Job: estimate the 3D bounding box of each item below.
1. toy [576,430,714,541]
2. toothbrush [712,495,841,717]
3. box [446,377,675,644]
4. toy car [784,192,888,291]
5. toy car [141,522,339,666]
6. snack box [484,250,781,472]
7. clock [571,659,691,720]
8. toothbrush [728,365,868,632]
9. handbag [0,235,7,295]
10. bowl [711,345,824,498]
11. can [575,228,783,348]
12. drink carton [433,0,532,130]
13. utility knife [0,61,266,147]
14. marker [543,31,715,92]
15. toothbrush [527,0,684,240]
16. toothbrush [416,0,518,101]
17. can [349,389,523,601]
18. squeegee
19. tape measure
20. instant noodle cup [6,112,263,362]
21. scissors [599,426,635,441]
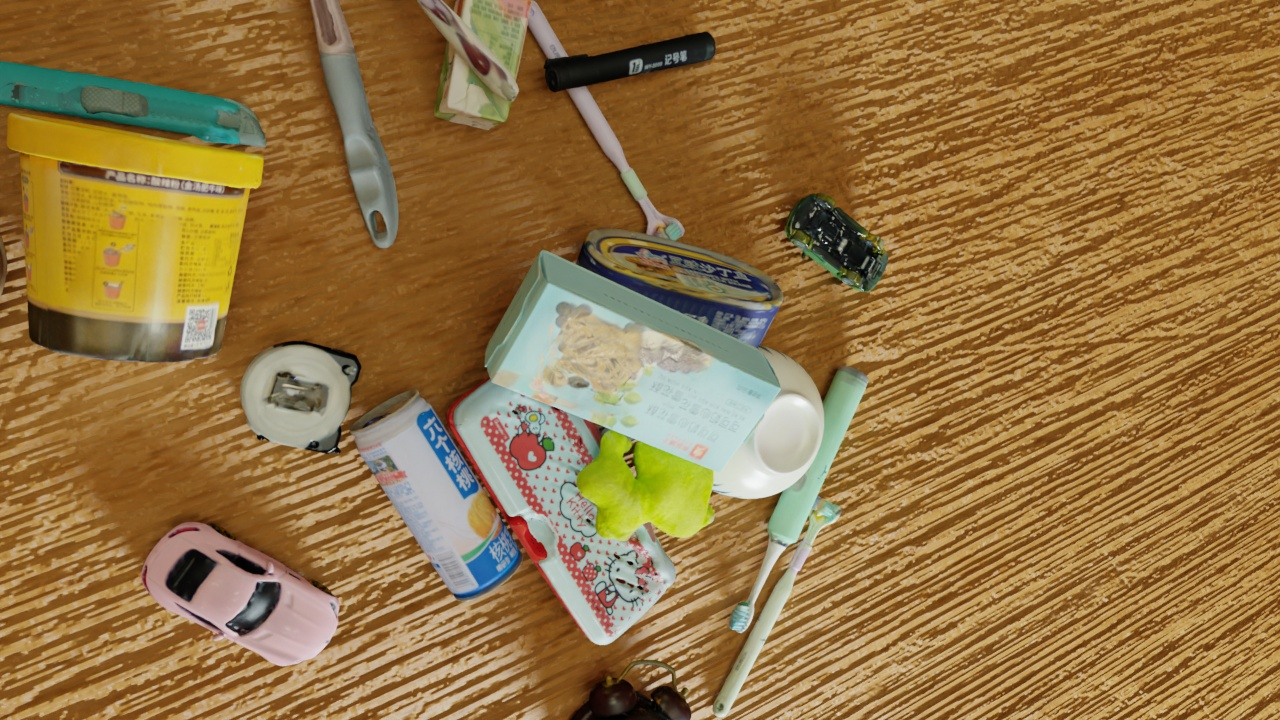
[{"bbox_3d":[0.009,0.082,0.615,0.100,0.031,0.097,-30,106,-27],"label":"toy"},{"bbox_3d":[0.104,0.194,0.723,0.189,0.029,0.020,-62,153,-4],"label":"toothbrush"},{"bbox_3d":[-0.048,0.094,0.619,0.086,0.047,0.201,-35,107,-21],"label":"box"},{"bbox_3d":[0.148,-0.089,0.701,0.091,0.036,0.043,35,83,-23],"label":"toy car"},{"bbox_3d":[-0.243,0.146,0.566,0.122,0.037,0.056,38,82,-22],"label":"toy car"},{"bbox_3d":[-0.003,0.003,0.576,0.174,0.051,0.074,23,113,-22],"label":"snack box"},{"bbox_3d":[-0.008,0.275,0.665,0.082,0.055,0.122,18,87,-23],"label":"clock"},{"bbox_3d":[0.122,0.108,0.717,0.027,0.026,0.224,29,84,-44],"label":"toothbrush"},{"bbox_3d":[-0.424,-0.018,0.444,0.148,0.100,0.204,39,80,-13],"label":"handbag"},{"bbox_3d":[0.089,0.048,0.671,0.116,0.066,0.116,-3,98,-26],"label":"bowl"},{"bbox_3d":[0.024,-0.044,0.627,0.148,0.074,0.049,12,122,-20],"label":"can"},{"bbox_3d":[-0.095,-0.211,0.579,0.045,0.053,0.122,10,92,-24],"label":"drink carton"},{"bbox_3d":[-0.311,-0.148,0.518,0.186,0.013,0.029,5,84,-23],"label":"utility knife"},{"bbox_3d":[-0.005,-0.204,0.625,0.131,0.020,0.022,-22,68,-28],"label":"marker"},{"bbox_3d":[-0.028,-0.160,0.630,0.029,0.021,0.189,-31,105,5],"label":"toothbrush"},{"bbox_3d":[-0.135,-0.224,0.542,0.016,0.017,0.187,-42,85,7],"label":"toothbrush"},{"bbox_3d":[-0.131,0.088,0.595,0.053,0.053,0.134,-33,107,-16],"label":"can"},{"bbox_3d":[-0.185,-0.189,0.543,0.248,0.040,0.250,-9,113,6],"label":"squeegee"},{"bbox_3d":[-0.212,0.021,0.567,0.066,0.034,0.065,14,89,-23],"label":"tape measure"},{"bbox_3d":[-0.271,-0.064,0.493,0.118,0.118,0.114,5,101,-23],"label":"instant noodle cup"},{"bbox_3d":[-0.030,0.063,0.657,0.177,0.014,0.159,6,93,-24],"label":"scissors"}]
